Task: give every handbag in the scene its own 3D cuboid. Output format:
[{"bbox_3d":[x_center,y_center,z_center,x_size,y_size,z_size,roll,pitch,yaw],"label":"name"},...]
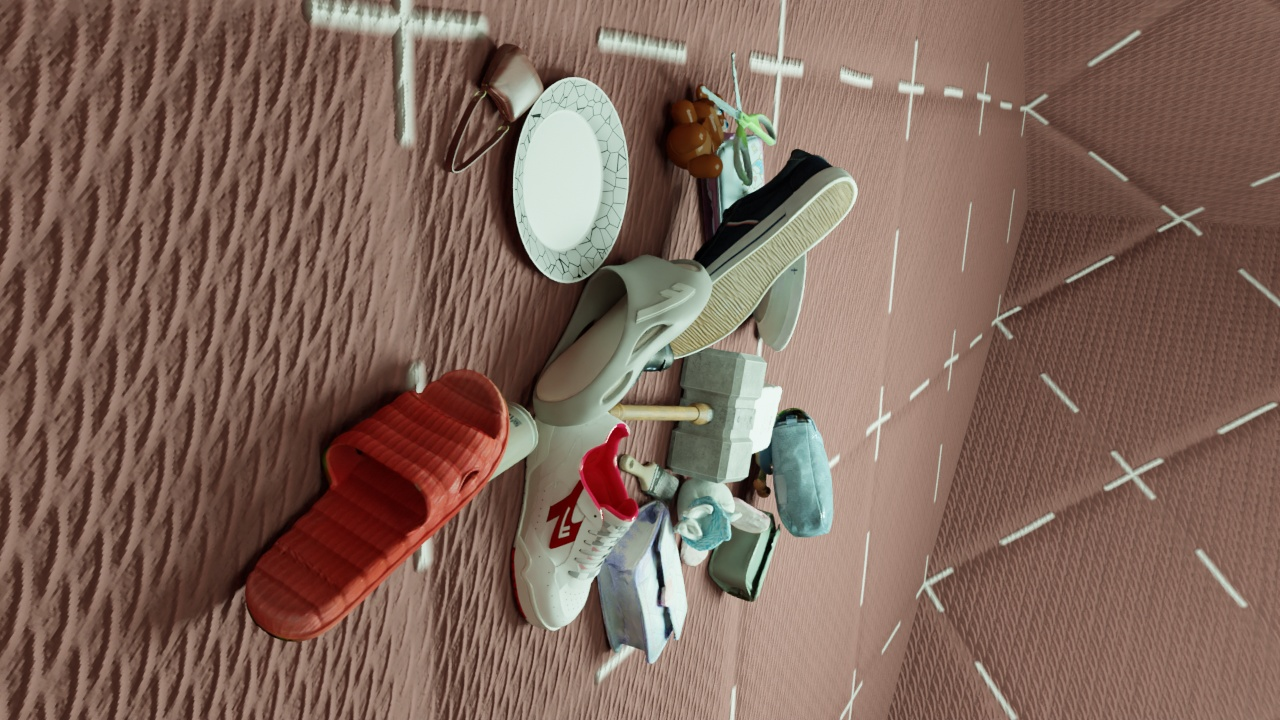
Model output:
[{"bbox_3d":[-0.125,-0.200,0.753,0.119,0.029,0.055,-61,144,-21],"label":"handbag"},{"bbox_3d":[0.229,0.172,1.393,0.122,0.119,0.191,41,43,-67],"label":"handbag"},{"bbox_3d":[0.161,0.284,1.367,0.121,0.067,0.106,-65,149,-24],"label":"handbag"},{"bbox_3d":[0.012,0.265,1.100,0.126,0.069,0.159,-43,132,-49],"label":"handbag"}]

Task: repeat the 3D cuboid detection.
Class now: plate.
[{"bbox_3d":[0.183,-0.104,1.247,0.182,0.034,0.182,-176,-88,-84],"label":"plate"},{"bbox_3d":[-0.068,-0.169,0.869,0.188,0.016,0.189,-27,122,-55],"label":"plate"}]

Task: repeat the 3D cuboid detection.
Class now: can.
[{"bbox_3d":[-0.147,0.083,0.772,0.135,0.054,0.054,-33,126,-52],"label":"can"}]

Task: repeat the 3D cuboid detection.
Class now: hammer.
[{"bbox_3d":[0.041,0.061,1.065,0.317,0.083,0.162,7,93,-61],"label":"hammer"}]

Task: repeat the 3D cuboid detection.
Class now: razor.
[{"bbox_3d":[-0.006,0.006,0.972,0.053,0.064,0.140,-61,176,31],"label":"razor"}]

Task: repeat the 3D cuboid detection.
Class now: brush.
[{"bbox_3d":[0.011,0.142,1.112,0.151,0.012,0.038,44,62,-56],"label":"brush"}]

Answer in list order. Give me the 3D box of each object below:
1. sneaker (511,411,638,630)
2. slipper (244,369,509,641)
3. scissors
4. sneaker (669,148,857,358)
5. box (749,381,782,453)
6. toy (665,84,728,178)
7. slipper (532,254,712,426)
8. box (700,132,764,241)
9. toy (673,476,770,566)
[{"bbox_3d":[-0.055,0.163,0.907,0.090,0.104,0.236,-3,102,-60],"label":"sneaker"},{"bbox_3d":[-0.184,0.087,0.662,0.248,0.103,0.059,-52,155,-36],"label":"slipper"},{"bbox_3d":[0.117,-0.278,1.057,0.171,0.021,0.172,12,72,-51],"label":"scissors"},{"bbox_3d":[0.105,-0.130,1.063,0.295,0.127,0.120,-46,146,9],"label":"sneaker"},{"bbox_3d":[0.130,0.074,1.279,0.107,0.091,0.102,-6,112,-55],"label":"box"},{"bbox_3d":[0.073,-0.262,1.041,0.095,0.065,0.127,63,41,-36],"label":"toy"},{"bbox_3d":[-0.024,-0.044,0.913,0.265,0.113,0.081,-48,127,-35],"label":"slipper"},{"bbox_3d":[0.116,-0.176,1.156,0.077,0.065,0.214,-31,126,-37],"label":"box"},{"bbox_3d":[0.076,0.196,1.170,0.105,0.131,0.205,61,9,18],"label":"toy"}]
